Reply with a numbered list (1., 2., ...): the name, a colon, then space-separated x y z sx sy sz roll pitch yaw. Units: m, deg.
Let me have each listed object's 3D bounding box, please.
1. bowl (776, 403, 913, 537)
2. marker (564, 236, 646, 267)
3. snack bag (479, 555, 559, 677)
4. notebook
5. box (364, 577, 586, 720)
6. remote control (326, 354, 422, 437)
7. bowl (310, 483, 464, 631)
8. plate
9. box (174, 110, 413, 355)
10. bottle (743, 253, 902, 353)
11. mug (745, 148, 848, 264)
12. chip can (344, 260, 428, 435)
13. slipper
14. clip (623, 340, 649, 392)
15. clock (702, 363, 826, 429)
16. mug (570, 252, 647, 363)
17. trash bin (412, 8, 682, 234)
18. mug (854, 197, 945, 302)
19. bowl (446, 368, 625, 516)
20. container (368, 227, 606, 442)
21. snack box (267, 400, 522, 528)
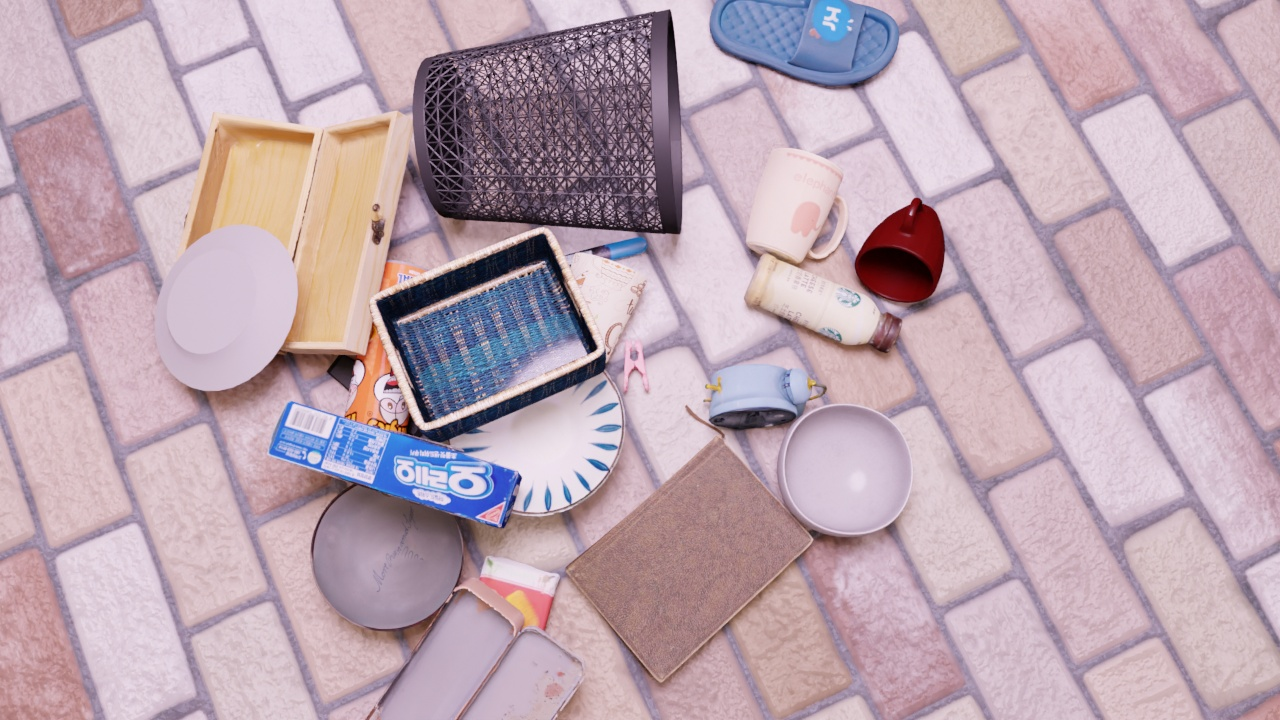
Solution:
1. bowl: 0.202 0.112 0.927 0.132 0.064 0.131 0 78 -2
2. marker: -0.053 -0.113 0.998 0.123 0.015 0.018 -13 76 0
3. snack bag: -0.132 0.259 0.912 0.077 0.036 0.115 14 79 3
4. notebook: 0.037 0.181 0.929 0.215 0.034 0.190 -39 80 -7
5. box: -0.165 0.330 0.869 0.148 0.042 0.216 36 98 10
6. remote control: -0.276 0.035 0.969 0.125 0.010 0.039 34 81 6
7. bowl: -0.246 0.191 0.915 0.151 0.057 0.150 0 78 0
8. plate: -0.421 -0.057 0.914 0.173 0.019 0.172 -4 77 17
9. box: -0.363 -0.132 0.960 0.261 0.096 0.247 4 80 25
10. bottle: 0.192 -0.057 0.965 0.162 0.056 0.056 24 79 5
11. mug: 0.171 -0.155 0.979 0.111 0.085 0.104 23 89 -25
12. chip can: -0.259 0.007 0.936 0.062 0.062 0.210 7 79 1
13. slipper: 0.183 -0.368 1.027 0.214 0.059 0.103 10 81 3
14. clip: -0.002 0.005 0.971 0.035 0.022 0.057 -4 77 3
15. clock: 0.127 0.037 0.931 0.124 0.089 0.051 -2 72 2
16. mug: -0.065 -0.058 0.965 0.122 0.081 0.097 18 86 23
17. trash bin: -0.086 -0.232 0.932 0.243 0.217 0.216 -2 79 6
18. mug: 0.281 -0.130 0.958 0.087 0.114 0.088 19 61 20
19. bowl: -0.103 0.069 0.932 0.177 0.071 0.177 0 79 0
20. container: -0.143 -0.023 0.876 0.187 0.071 0.145 -23 76 -7
21. snack box: -0.227 0.098 0.857 0.226 0.059 0.059 16 77 1
